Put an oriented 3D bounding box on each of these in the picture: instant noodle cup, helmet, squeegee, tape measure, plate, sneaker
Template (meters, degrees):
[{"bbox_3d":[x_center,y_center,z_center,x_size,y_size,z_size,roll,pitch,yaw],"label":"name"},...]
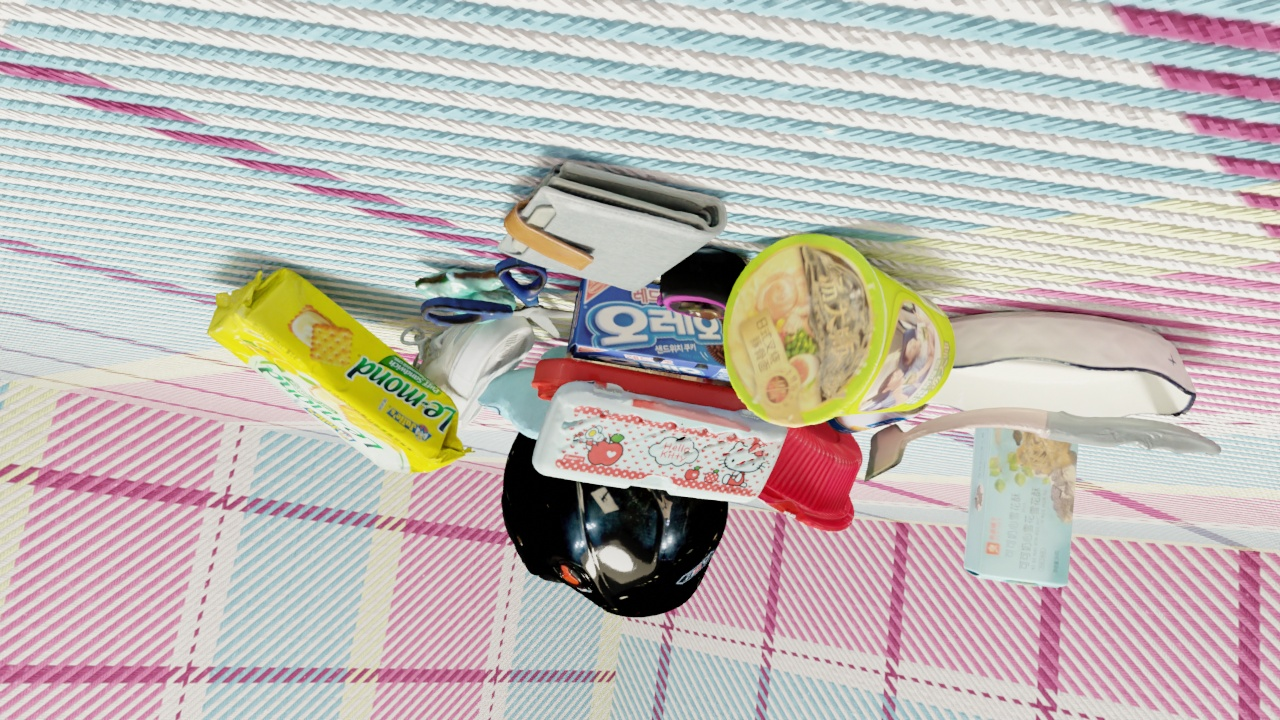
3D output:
[{"bbox_3d":[0.131,-0.011,0.567,0.112,0.111,0.123,-3,171,44],"label":"instant noodle cup"},{"bbox_3d":[-0.016,0.141,1.005,0.232,0.274,0.231,-34,169,-31],"label":"helmet"},{"bbox_3d":[0.147,0.079,0.901,0.194,0.066,0.193,30,-158,-13],"label":"instant noodle cup"},{"bbox_3d":[0.299,0.055,0.696,0.250,0.040,0.247,-1,-179,15],"label":"squeegee"},{"bbox_3d":[0.040,-0.047,0.590,0.057,0.039,0.057,1,166,32],"label":"tape measure"},{"bbox_3d":[0.292,0.008,0.680,0.205,0.045,0.205,6,168,1],"label":"plate"},{"bbox_3d":[-0.174,-0.004,0.870,0.091,0.089,0.243,48,147,2],"label":"sneaker"}]

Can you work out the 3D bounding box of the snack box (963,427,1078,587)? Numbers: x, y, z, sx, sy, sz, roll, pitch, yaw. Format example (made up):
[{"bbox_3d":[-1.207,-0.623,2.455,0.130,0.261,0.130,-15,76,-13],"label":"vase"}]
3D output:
[{"bbox_3d":[0.332,0.105,0.801,0.074,0.174,0.051,6,174,4],"label":"snack box"}]

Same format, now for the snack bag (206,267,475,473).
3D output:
[{"bbox_3d":[-0.270,0.014,0.829,0.246,0.068,0.158,44,154,-22],"label":"snack bag"}]

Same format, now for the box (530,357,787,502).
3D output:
[{"bbox_3d":[0.013,0.060,0.719,0.201,0.098,0.095,11,175,-24],"label":"box"}]

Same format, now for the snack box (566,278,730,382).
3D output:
[{"bbox_3d":[0.051,-0.016,0.686,0.207,0.058,0.057,9,170,-5],"label":"snack box"}]

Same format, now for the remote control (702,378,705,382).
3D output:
[{"bbox_3d":[0.049,0.009,0.903,0.136,0.020,0.055,-3,165,42],"label":"remote control"}]

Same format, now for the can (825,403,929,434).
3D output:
[{"bbox_3d":[0.212,0.034,0.833,0.053,0.053,0.135,9,168,-8],"label":"can"}]

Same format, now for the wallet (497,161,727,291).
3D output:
[{"bbox_3d":[-0.025,-0.071,0.531,0.106,0.037,0.130,11,168,-18],"label":"wallet"}]

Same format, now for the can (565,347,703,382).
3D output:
[{"bbox_3d":[-0.005,0.005,0.824,0.116,0.058,0.059,14,167,-27],"label":"can"}]

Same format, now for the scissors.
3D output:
[{"bbox_3d":[-0.095,-0.040,0.707,0.163,0.012,0.163,-12,161,-15],"label":"scissors"}]

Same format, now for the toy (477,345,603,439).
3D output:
[{"bbox_3d":[-0.068,0.030,0.840,0.161,0.050,0.156,8,-150,-14],"label":"toy"}]

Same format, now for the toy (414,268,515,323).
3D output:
[{"bbox_3d":[-0.131,-0.051,0.714,0.097,0.030,0.092,-10,163,26],"label":"toy"}]

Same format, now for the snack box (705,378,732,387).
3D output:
[{"bbox_3d":[0.113,0.007,0.791,0.113,0.044,0.127,6,167,4],"label":"snack box"}]
